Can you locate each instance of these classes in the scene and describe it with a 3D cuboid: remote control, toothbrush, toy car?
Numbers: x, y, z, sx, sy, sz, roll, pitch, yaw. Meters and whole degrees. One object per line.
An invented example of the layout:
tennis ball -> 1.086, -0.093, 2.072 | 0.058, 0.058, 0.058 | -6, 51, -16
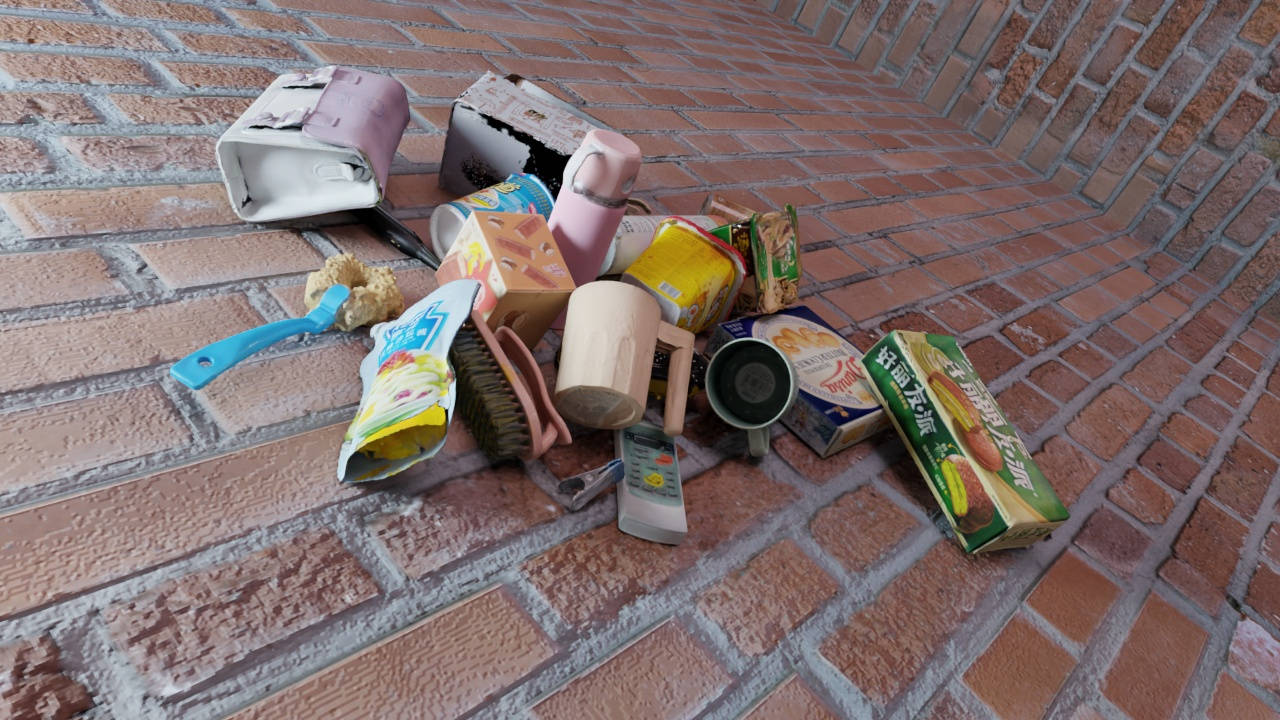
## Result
remote control -> 0.007, 0.099, 0.782 | 0.056, 0.019, 0.135 | 17, 32, -15
toothbrush -> -0.235, -0.121, 0.926 | 0.212, 0.026, 0.027 | 36, 46, 15
toy car -> -0.005, 0.005, 0.892 | 0.155, 0.041, 0.071 | 8, 35, -19

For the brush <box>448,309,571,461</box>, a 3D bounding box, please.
brush -> -0.114, 0.024, 0.762 | 0.072, 0.063, 0.145 | -12, 47, -32

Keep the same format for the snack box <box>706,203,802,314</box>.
snack box -> 0.115, -0.116, 1.066 | 0.106, 0.117, 0.118 | 0, 12, 33

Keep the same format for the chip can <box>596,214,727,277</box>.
chip can -> 0.021, -0.141, 1.104 | 0.214, 0.071, 0.071 | -10, 46, -45

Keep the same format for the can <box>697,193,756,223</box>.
can -> 0.137, -0.183, 1.267 | 0.116, 0.059, 0.058 | 22, 31, -7

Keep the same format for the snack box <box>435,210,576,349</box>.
snack box -> -0.126, -0.073, 0.850 | 0.076, 0.093, 0.094 | -4, 58, -40

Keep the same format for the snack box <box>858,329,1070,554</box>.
snack box -> 0.334, 0.080, 0.961 | 0.114, 0.063, 0.239 | 4, 50, -38

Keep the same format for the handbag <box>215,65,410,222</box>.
handbag -> -0.316, -0.223, 0.915 | 0.145, 0.099, 0.196 | -1, 36, -2

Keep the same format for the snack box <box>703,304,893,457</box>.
snack box -> 0.191, 0.015, 1.022 | 0.182, 0.046, 0.177 | 43, 34, 26

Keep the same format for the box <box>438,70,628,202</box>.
box -> -0.118, -0.245, 1.088 | 0.181, 0.149, 0.157 | 28, 46, 2

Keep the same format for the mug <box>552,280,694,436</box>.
mug -> -0.012, 0.004, 0.803 | 0.124, 0.084, 0.103 | 22, 57, -21

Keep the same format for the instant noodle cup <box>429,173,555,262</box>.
instant noodle cup -> -0.156, -0.138, 0.955 | 0.099, 0.099, 0.109 | 42, 43, 23

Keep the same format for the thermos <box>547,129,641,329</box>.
thermos -> -0.064, -0.124, 0.892 | 0.067, 0.199, 0.087 | 40, 35, 19

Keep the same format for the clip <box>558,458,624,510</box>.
clip -> -0.036, 0.098, 0.735 | 0.056, 0.024, 0.028 | -24, 50, -24

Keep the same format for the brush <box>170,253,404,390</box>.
brush -> -0.274, -0.032, 0.735 | 0.083, 0.046, 0.254 | 31, 25, 4

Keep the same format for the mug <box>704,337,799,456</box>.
mug -> 0.112, 0.036, 0.888 | 0.082, 0.111, 0.106 | -6, -3, 12

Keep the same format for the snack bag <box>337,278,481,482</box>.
snack bag -> -0.178, 0.007, 0.711 | 0.039, 0.110, 0.190 | 45, 22, -32

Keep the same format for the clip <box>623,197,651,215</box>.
clip -> -0.036, -0.203, 1.194 | 0.103, 0.035, 0.076 | 35, 31, 23

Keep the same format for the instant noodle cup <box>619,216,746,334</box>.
instant noodle cup -> 0.034, -0.074, 0.986 | 0.116, 0.116, 0.123 | 34, 43, 13
